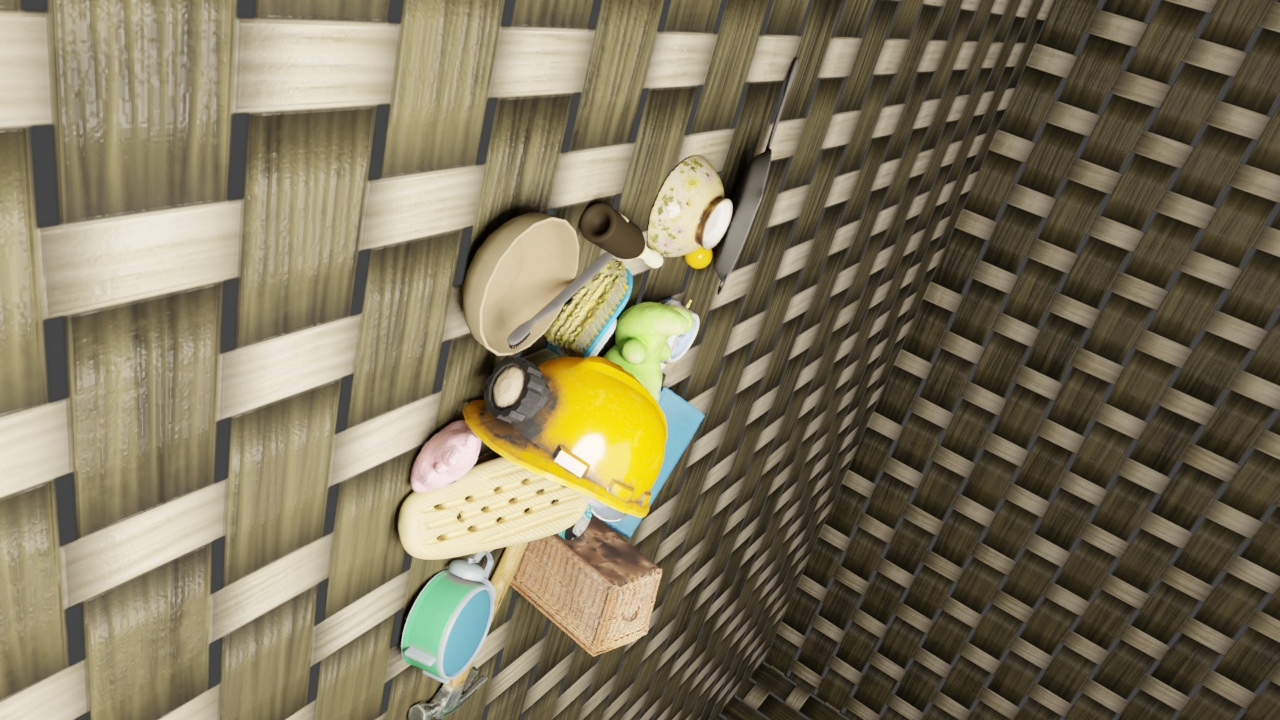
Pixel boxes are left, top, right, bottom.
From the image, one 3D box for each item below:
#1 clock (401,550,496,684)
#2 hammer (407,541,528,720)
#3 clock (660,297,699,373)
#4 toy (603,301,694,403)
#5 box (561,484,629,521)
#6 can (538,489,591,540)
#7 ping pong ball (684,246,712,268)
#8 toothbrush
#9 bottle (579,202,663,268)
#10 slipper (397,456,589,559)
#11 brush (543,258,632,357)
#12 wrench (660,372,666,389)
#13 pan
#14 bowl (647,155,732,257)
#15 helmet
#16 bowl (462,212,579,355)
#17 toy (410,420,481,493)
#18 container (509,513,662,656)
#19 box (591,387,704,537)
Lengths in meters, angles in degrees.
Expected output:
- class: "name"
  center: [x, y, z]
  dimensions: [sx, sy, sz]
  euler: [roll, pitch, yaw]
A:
- class: "clock"
  center: [-0.233, 0.312, 1.151]
  dimensions: [0.122, 0.075, 0.161]
  euler: [80, 32, -54]
- class: "hammer"
  center: [-0.214, 0.352, 1.278]
  dimensions: [0.132, 0.033, 0.331]
  euler: [8, 109, -63]
- class: "clock"
  center: [0.040, -0.030, 1.335]
  dimensions: [0.088, 0.052, 0.126]
  euler: [-34, 148, -48]
- class: "toy"
  center: [-0.007, 0.007, 1.229]
  dimensions: [0.197, 0.107, 0.150]
  euler: [-56, 175, 11]
- class: "box"
  center: [-0.069, 0.176, 1.304]
  dimensions: [0.084, 0.136, 0.147]
  euler: [-57, -167, -2]
- class: "can"
  center: [-0.116, 0.188, 1.199]
  dimensions: [0.054, 0.102, 0.055]
  euler: [-45, 151, -33]
- class: "ping pong ball"
  center: [0.082, -0.150, 1.294]
  dimensions: [0.040, 0.040, 0.040]
  euler: [-45, 152, -33]
- class: "toothbrush"
  center: [-0.083, -0.066, 0.964]
  dimensions: [0.167, 0.013, 0.013]
  euler: [-46, 161, -31]
- class: "bottle"
  center: [-0.013, -0.141, 1.106]
  dimensions: [0.045, 0.045, 0.184]
  euler: [-62, 156, 3]
- class: "slipper"
  center: [-0.178, 0.164, 1.086]
  dimensions: [0.260, 0.079, 0.111]
  euler: [-10, 101, -43]
- class: "brush"
  center: [-0.053, -0.056, 1.109]
  dimensions: [0.135, 0.055, 0.075]
  euler: [-55, 151, -14]
- class: "wrench"
  center: [-0.047, 0.091, 1.338]
  dimensions: [0.272, 0.018, 0.073]
  euler: [-41, 150, -35]
- class: "pan"
  center: [0.158, -0.263, 1.287]
  dimensions: [0.216, 0.024, 0.354]
  euler: [136, -27, -84]
- class: "bowl"
  center: [0.076, -0.192, 1.207]
  dimensions: [0.144, 0.063, 0.145]
  euler: [-45, 151, -33]
- class: "helmet"
  center: [-0.058, 0.062, 1.028]
  dimensions: [0.255, 0.205, 0.131]
  euler: [29, 95, -47]
- class: "bowl"
  center: [-0.129, -0.084, 0.932]
  dimensions: [0.152, 0.050, 0.153]
  euler: [-46, 153, -32]
- class: "toy"
  center: [-0.200, 0.099, 0.973]
  dimensions: [0.098, 0.053, 0.096]
  euler: [-49, -167, -26]
- class: "container"
  center: [-0.076, 0.304, 1.293]
  dimensions: [0.113, 0.198, 0.113]
  euler: [-4, 117, -49]
- class: "box"
  center: [-0.007, 0.156, 1.474]
  dimensions: [0.094, 0.112, 0.231]
  euler: [34, 82, -21]
